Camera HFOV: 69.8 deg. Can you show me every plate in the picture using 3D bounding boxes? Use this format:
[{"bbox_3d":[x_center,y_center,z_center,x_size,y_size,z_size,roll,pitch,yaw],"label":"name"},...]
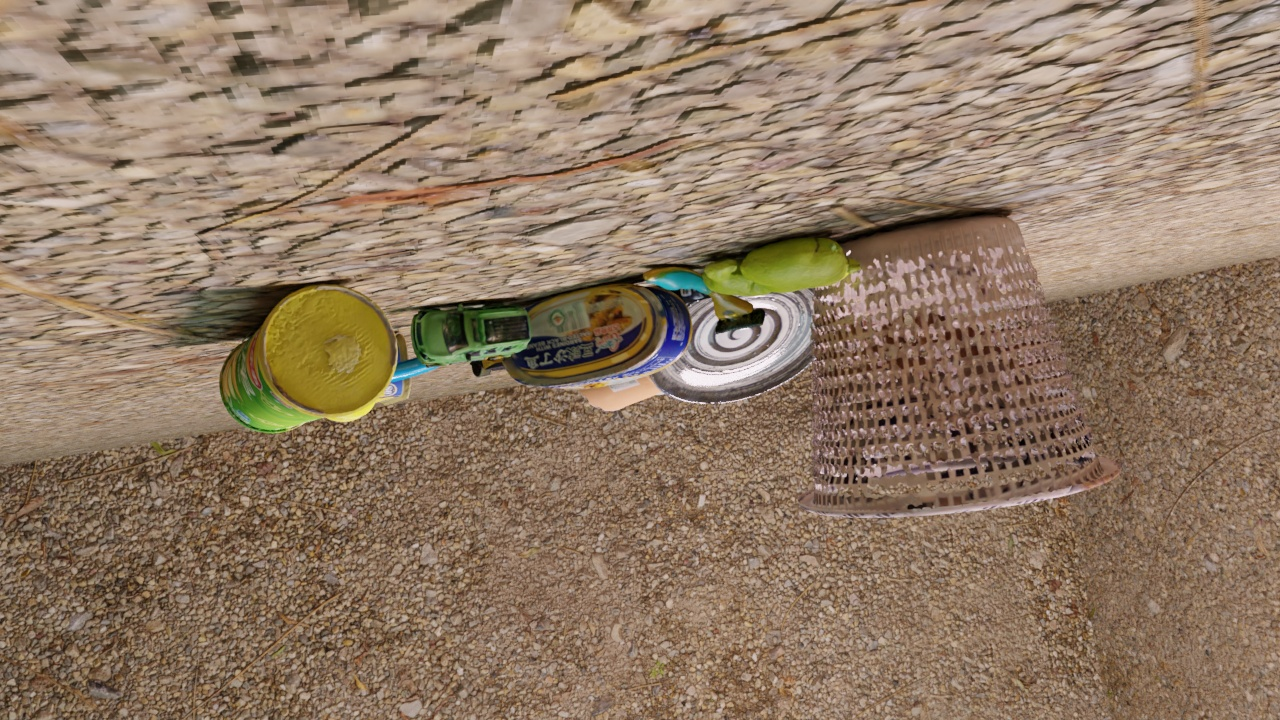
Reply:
[{"bbox_3d":[0.090,-0.023,0.821,0.179,0.024,0.180,-11,144,-9],"label":"plate"}]

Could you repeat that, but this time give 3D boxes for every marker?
[{"bbox_3d":[0.046,-0.057,0.735,0.132,0.020,0.022,-10,-167,41],"label":"marker"}]

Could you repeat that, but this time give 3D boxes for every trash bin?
[{"bbox_3d":[0.216,0.002,0.682,0.227,0.192,0.227,-9,178,0],"label":"trash bin"}]

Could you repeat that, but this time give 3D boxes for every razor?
[{"bbox_3d":[0.043,-0.049,0.674,0.043,0.028,0.132,-7,164,36],"label":"razor"}]

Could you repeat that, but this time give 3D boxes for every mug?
[{"bbox_3d":[-0.005,0.005,0.908,0.078,0.078,0.123,-8,176,-30],"label":"mug"}]

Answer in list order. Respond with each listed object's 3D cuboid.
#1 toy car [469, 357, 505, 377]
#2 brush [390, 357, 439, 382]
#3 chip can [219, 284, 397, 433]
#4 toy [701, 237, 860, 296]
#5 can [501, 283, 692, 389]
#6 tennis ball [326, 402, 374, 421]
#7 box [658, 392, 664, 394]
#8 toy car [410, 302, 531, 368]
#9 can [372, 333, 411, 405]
[{"bbox_3d":[-0.124,-0.009,0.970,0.071,0.041,0.156,-8,180,-36],"label":"toy car"},{"bbox_3d":[-0.146,-0.007,0.767,0.254,0.046,0.083,-15,-174,-39],"label":"brush"},{"bbox_3d":[-0.216,0.006,0.575,0.072,0.072,0.222,-8,178,-30],"label":"chip can"},{"bbox_3d":[0.094,-0.062,0.627,0.096,0.031,0.100,2,171,-28],"label":"toy"},{"bbox_3d":[-0.036,-0.018,0.708,0.148,0.074,0.049,-11,174,27],"label":"can"},{"bbox_3d":[-0.283,0.025,0.875,0.065,0.065,0.065,-9,178,0],"label":"tennis ball"},{"bbox_3d":[0.084,-0.011,1.080,0.201,0.098,0.095,-9,177,7],"label":"box"},{"bbox_3d":[-0.122,-0.020,0.670,0.091,0.043,0.036,-10,-178,-35],"label":"toy car"},{"bbox_3d":[-0.254,0.012,0.795,0.083,0.057,0.102,-6,176,-30],"label":"can"}]
